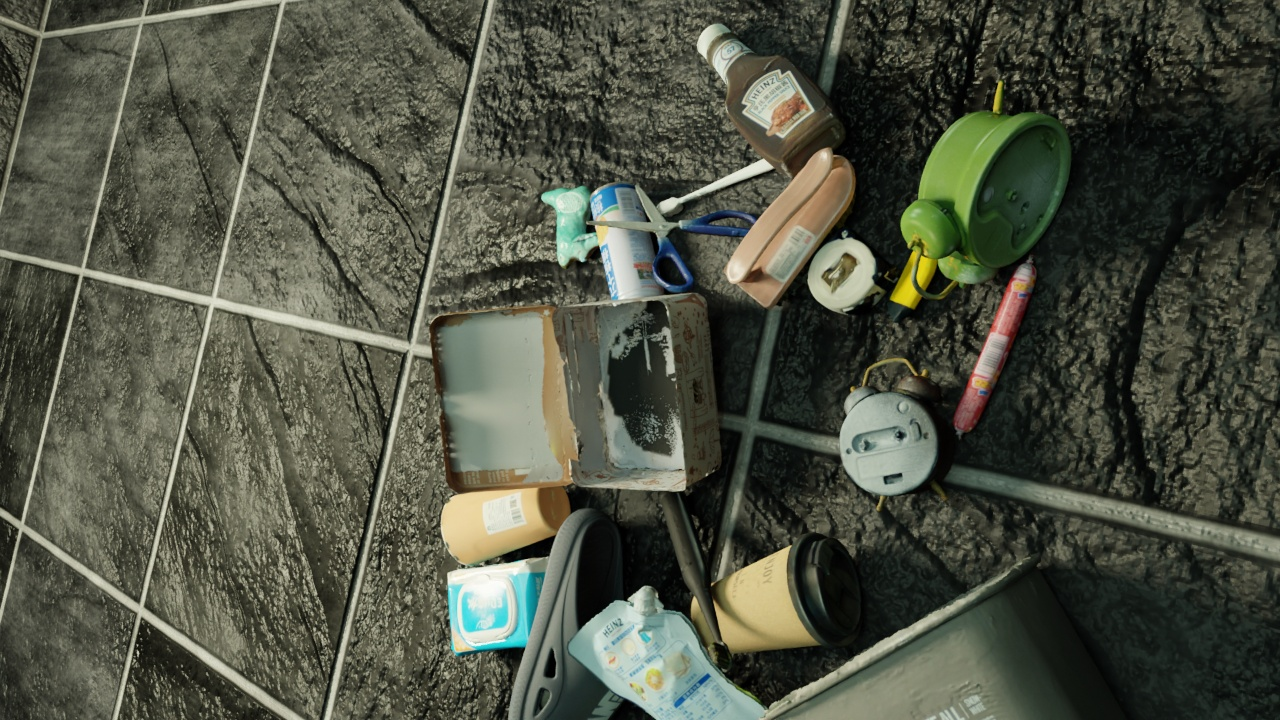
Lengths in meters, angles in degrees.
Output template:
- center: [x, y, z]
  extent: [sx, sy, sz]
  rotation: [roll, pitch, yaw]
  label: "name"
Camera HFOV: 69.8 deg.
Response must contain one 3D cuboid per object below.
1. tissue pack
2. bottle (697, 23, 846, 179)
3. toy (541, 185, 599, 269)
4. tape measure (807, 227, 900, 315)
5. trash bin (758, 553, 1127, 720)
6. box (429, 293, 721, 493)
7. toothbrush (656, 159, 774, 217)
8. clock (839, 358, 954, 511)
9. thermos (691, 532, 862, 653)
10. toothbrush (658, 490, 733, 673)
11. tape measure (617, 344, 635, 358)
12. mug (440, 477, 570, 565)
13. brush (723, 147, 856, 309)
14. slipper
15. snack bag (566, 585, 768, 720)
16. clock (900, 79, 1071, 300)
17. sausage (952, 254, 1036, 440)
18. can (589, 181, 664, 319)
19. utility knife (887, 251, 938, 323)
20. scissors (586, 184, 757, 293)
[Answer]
- center: [-0.144, 0.258, 0.958]
  extent: [0.140, 0.063, 0.090]
  rotation: [-17, 72, 33]
  label: "tissue pack"
- center: [0.115, -0.256, 0.871]
  extent: [0.080, 0.044, 0.194]
  rotation: [-39, 55, 12]
  label: "bottle"
- center: [-0.068, -0.146, 1.001]
  extent: [0.097, 0.030, 0.092]
  rotation: [-2, 85, 29]
  label: "toy"
- center: [0.182, -0.073, 0.799]
  extent: [0.066, 0.033, 0.065]
  rotation: [-52, 55, 17]
  label: "tape measure"
- center: [0.232, 0.274, 0.606]
  extent: [0.199, 0.198, 0.219]
  rotation: [-40, 66, 24]
  label: "trash bin"
- center: [-0.065, 0.032, 0.874]
  extent: [0.272, 0.106, 0.178]
  rotation: [-4, 95, 18]
  label: "box"
- center: [0.094, -0.177, 0.897]
  extent: [0.180, 0.016, 0.016]
  rotation: [-19, 68, 30]
  label: "toothbrush"
- center: [0.207, 0.057, 0.743]
  extent: [0.082, 0.055, 0.121]
  rotation: [-17, 71, 34]
  label: "clock"
- center: [0.114, 0.202, 0.767]
  extent: [0.144, 0.093, 0.093]
  rotation: [-27, 66, 37]
  label: "thermos"
- center: [0.047, 0.182, 0.790]
  extent: [0.026, 0.027, 0.212]
  rotation: [-46, 28, 16]
  label: "toothbrush"
- center: [-0.006, 0.005, 0.925]
  extent: [0.060, 0.028, 0.057]
  rotation: [-28, 66, 31]
  label: "tape measure"
- center: [-0.139, 0.166, 0.968]
  extent: [0.123, 0.078, 0.078]
  rotation: [-20, 70, 28]
  label: "mug"
- center: [0.137, -0.120, 0.817]
  extent: [0.146, 0.073, 0.063]
  rotation: [-53, 55, 14]
  label: "brush"
- center: [-0.051, 0.276, 0.860]
  extent: [0.083, 0.110, 0.268]
  rotation: [6, 81, 34]
  label: "slipper"
- center: [0.033, 0.285, 0.791]
  extent: [0.191, 0.038, 0.111]
  rotation: [46, 122, 6]
  label: "snack bag"
- center: [0.259, -0.119, 0.702]
  extent: [0.056, 0.116, 0.161]
  rotation: [37, 100, 47]
  label: "clock"
- center: [0.281, -0.010, 0.723]
  extent: [0.020, 0.020, 0.156]
  rotation: [25, 96, 37]
  label: "sausage"
- center: [-0.013, -0.112, 0.937]
  extent: [0.053, 0.053, 0.134]
  rotation: [-25, 67, 30]
  label: "can"
- center: [0.247, -0.101, 0.764]
  extent: [0.154, 0.015, 0.033]
  rotation: [-65, 23, 8]
  label: "utility knife"
- center: [0.032, -0.122, 0.877]
  extent: [0.162, 0.012, 0.175]
  rotation: [-10, 46, -1]
  label: "scissors"
